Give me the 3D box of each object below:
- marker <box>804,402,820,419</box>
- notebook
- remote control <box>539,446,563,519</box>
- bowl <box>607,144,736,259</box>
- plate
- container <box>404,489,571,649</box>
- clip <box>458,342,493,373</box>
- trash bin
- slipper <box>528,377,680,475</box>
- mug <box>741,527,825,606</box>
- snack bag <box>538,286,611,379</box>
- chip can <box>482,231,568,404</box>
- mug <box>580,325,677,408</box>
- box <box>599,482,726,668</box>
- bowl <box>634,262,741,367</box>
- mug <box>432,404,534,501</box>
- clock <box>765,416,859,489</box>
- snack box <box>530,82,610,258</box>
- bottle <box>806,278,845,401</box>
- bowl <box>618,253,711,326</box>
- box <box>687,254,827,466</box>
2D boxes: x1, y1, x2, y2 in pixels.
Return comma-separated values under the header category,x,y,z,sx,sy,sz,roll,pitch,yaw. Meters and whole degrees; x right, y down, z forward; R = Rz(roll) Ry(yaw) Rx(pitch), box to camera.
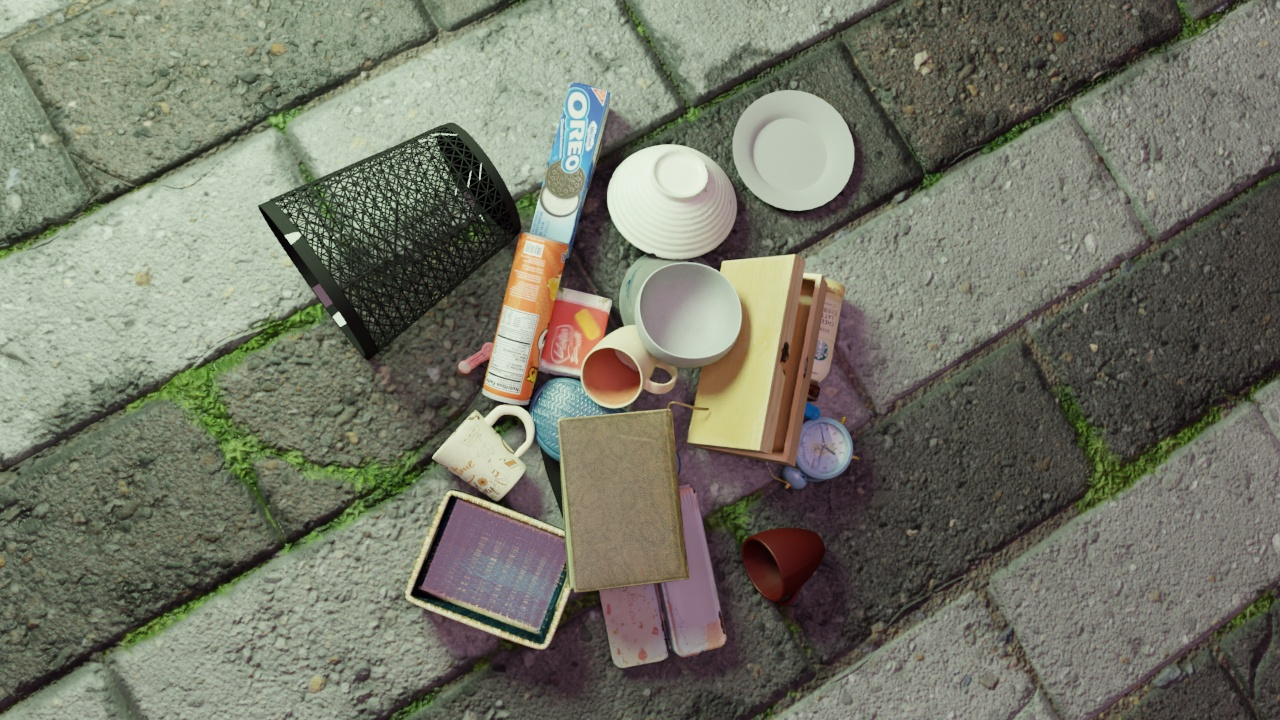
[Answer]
category,x,y,z,sx,sy,sz,roll,pitch,yaw
marker,0.182,0.047,1.213,0.123,0.015,0.018,27,68,25
notebook,-0.003,0.164,1.123,0.190,0.034,0.215,-5,79,-8
remote control,-0.103,0.146,1.194,0.039,0.010,0.124,-14,85,-8
bowl,0.047,-0.228,1.208,0.177,0.071,0.177,2,68,-6
plate,0.211,-0.291,1.282,0.172,0.019,0.172,1,83,-7
container,-0.178,0.257,1.140,0.187,0.071,0.145,21,81,-4
clip,-0.212,-0.002,1.199,0.059,0.038,0.022,-31,91,-11
trash bin,-0.292,-0.158,1.120,0.242,0.217,0.217,-36,88,-16
slipper,-0.049,0.106,1.178,0.214,0.059,0.103,31,76,4
mug,0.193,0.265,1.187,0.088,0.087,0.114,-18,113,-26
snack bag,-0.086,-0.034,1.206,0.077,0.036,0.115,13,81,-5
chip can,-0.146,-0.053,1.160,0.062,0.062,0.210,14,97,-5
mug,-0.007,0.007,1.166,0.111,0.104,0.085,21,118,8
box,0.015,0.275,1.183,0.154,0.058,0.216,-10,84,-9
bowl,0.056,-0.051,1.146,0.131,0.064,0.131,3,69,-7
mug,-0.185,0.109,1.156,0.097,0.081,0.122,43,88,-7
clock,0.223,0.120,1.214,0.124,0.052,0.088,-15,86,-9
snack box,-0.094,-0.252,1.222,0.059,0.059,0.226,15,82,-1
bottle,0.233,-0.027,1.231,0.056,0.056,0.162,14,81,-5
bowl,0.046,-0.082,1.217,0.150,0.057,0.150,1,82,-7
box,0.142,-0.004,1.169,0.141,0.122,0.248,9,80,22
